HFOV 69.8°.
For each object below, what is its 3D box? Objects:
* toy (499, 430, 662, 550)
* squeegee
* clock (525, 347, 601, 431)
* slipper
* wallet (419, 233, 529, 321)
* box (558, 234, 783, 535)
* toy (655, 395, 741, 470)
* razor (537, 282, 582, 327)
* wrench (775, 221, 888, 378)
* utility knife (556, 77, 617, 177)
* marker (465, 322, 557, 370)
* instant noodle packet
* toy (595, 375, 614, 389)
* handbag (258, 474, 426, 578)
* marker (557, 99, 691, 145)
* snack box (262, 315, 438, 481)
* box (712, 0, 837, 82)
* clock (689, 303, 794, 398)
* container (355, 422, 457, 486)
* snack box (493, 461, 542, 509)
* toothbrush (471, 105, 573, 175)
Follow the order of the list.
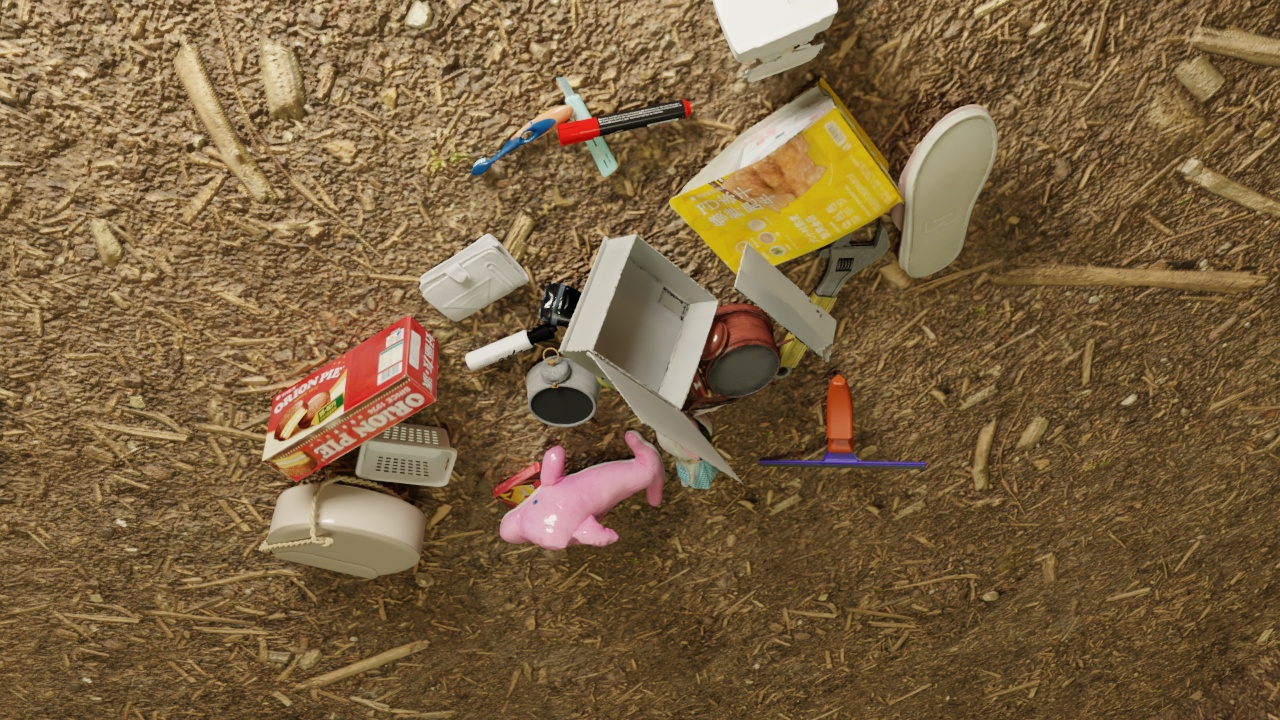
[{"bbox_3d":[-0.075,0.217,1.348,0.265,0.128,0.187,-25,125,-12],"label":"toy"},{"bbox_3d":[0.297,0.091,1.366,0.250,0.055,0.185,0,136,14],"label":"squeegee"},{"bbox_3d":[-0.107,0.035,1.233,0.104,0.056,0.148,-5,139,6],"label":"clock"},{"bbox_3d":[0.354,-0.200,1.095,0.114,0.054,0.275,-18,147,-6],"label":"slipper"},{"bbox_3d":[-0.202,-0.094,1.110,0.116,0.032,0.086,-32,133,18],"label":"wallet"},{"bbox_3d":[0.020,0.025,1.030,0.150,0.368,0.166,-40,128,22],"label":"box"},{"bbox_3d":[0.073,0.117,1.342,0.106,0.130,0.206,28,151,15],"label":"toy"},{"bbox_3d":[-0.070,-0.052,1.166,0.140,0.053,0.064,25,161,-37],"label":"razor"},{"bbox_3d":[0.241,-0.074,1.222,0.083,0.018,0.274,8,131,-18],"label":"wrench"},{"bbox_3d":[-0.059,-0.255,0.997,0.022,0.015,0.129,-22,130,11],"label":"utility knife"},{"bbox_3d":[-0.167,-0.020,1.192,0.126,0.025,0.025,-21,133,10],"label":"marker"},{"bbox_3d":[0.165,-0.195,1.062,0.222,0.084,0.163,-30,132,25],"label":"instant noodle packet"},{"bbox_3d":[-0.007,0.007,1.224,0.109,0.051,0.090,-6,141,-20],"label":"toy"},{"bbox_3d":[-0.425,0.254,1.327,0.210,0.103,0.209,21,144,-28],"label":"handbag"},{"bbox_3d":[-0.017,-0.256,0.986,0.145,0.021,0.023,-14,150,-8],"label":"marker"},{"bbox_3d":[-0.365,0.049,1.158,0.237,0.113,0.060,-29,133,16],"label":"snack box"},{"bbox_3d":[0.136,-0.341,0.921,0.109,0.136,0.124,-21,92,10],"label":"box"},{"bbox_3d":[0.114,-0.008,1.217,0.157,0.072,0.121,-1,134,-17],"label":"clock"},{"bbox_3d":[-0.327,0.128,1.283,0.129,0.049,0.081,9,131,-19],"label":"container"},{"bbox_3d":[-0.151,0.214,1.419,0.089,0.021,0.133,-32,131,17],"label":"snack box"},{"bbox_3d":[-0.129,-0.239,0.994,0.135,0.017,0.021,-29,135,17],"label":"toothbrush"}]
